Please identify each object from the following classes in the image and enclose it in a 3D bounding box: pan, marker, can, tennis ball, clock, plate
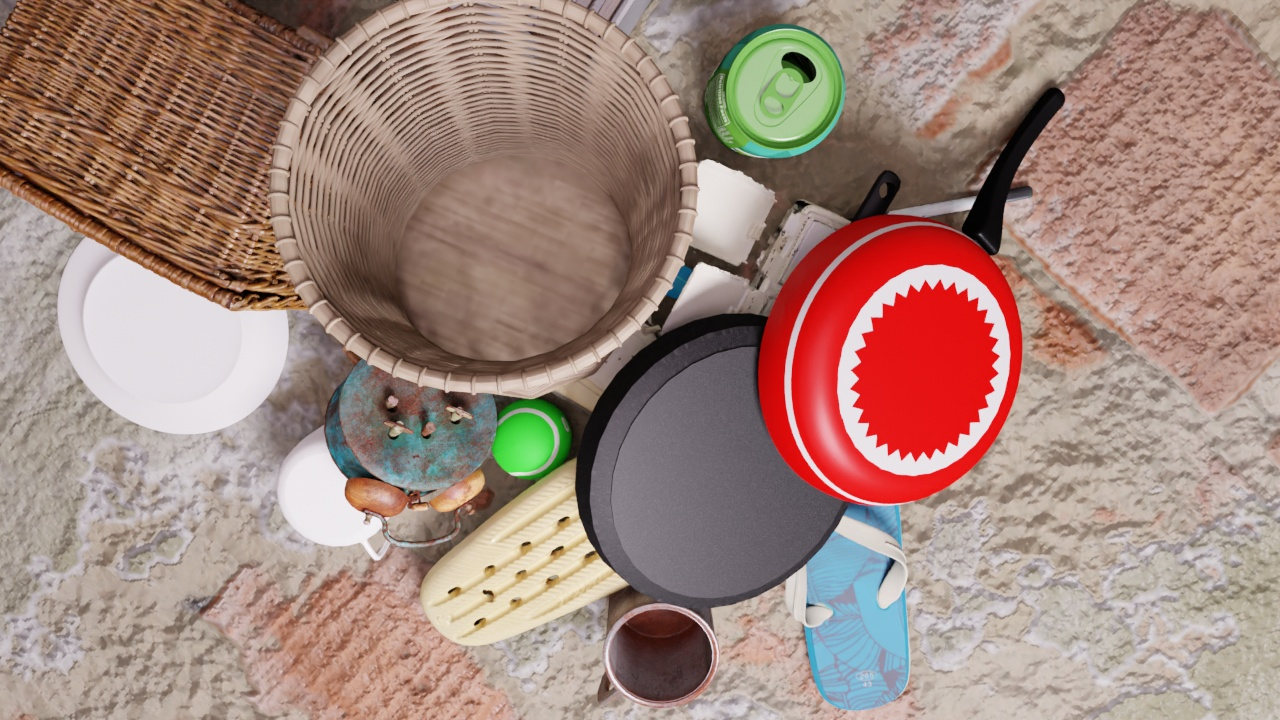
[{"bbox_3d":[0.097,0.022,0.663,0.225,0.034,0.356,28,95,-27],"label":"pan"},{"bbox_3d":[0.231,-0.119,0.720,0.152,0.011,0.011,-10,103,3],"label":"marker"},{"bbox_3d":[0.090,-0.183,0.637,0.083,0.144,0.083,0,103,0],"label":"can"},{"bbox_3d":[-0.088,0.063,0.738,0.065,0.065,0.065,0,103,0],"label":"tennis ball"},{"bbox_3d":[-0.171,0.061,0.695,0.121,0.074,0.157,0,71,-35],"label":"clock"},{"bbox_3d":[0.225,-0.057,0.658,0.209,0.067,0.356,38,84,-24],"label":"pan"},{"bbox_3d":[-0.383,-0.029,0.745,0.188,0.016,0.189,0,103,1],"label":"plate"}]

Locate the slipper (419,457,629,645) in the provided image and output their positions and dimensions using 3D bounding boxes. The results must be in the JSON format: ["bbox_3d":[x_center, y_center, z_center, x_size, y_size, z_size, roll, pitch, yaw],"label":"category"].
[{"bbox_3d":[-0.070,0.145,0.752,0.262,0.079,0.111,-33,105,19],"label":"slipper"}]

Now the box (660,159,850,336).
[{"bbox_3d":[0.099,-0.053,0.694,0.185,0.066,0.145,17,106,-32],"label":"box"}]

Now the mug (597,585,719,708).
[{"bbox_3d":[0.006,0.228,0.755,0.096,0.110,0.123,43,100,-3],"label":"mug"}]

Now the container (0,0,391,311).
[{"bbox_3d":[-0.308,-0.170,0.630,0.250,0.162,0.183,29,97,2],"label":"container"}]

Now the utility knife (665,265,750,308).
[{"bbox_3d":[0.079,-0.031,0.740,0.196,0.015,0.031,33,104,-9],"label":"utility knife"}]

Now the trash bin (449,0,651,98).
[{"bbox_3d":[-0.026,-0.310,0.624,0.114,0.114,0.229,34,101,-7],"label":"trash bin"}]

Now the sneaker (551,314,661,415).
[{"bbox_3d":[-0.004,0.004,0.721,0.241,0.089,0.102,32,89,-6],"label":"sneaker"}]

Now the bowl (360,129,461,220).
[{"bbox_3d":[-0.168,-0.122,0.708,0.110,0.040,0.110,0,103,1],"label":"bowl"}]

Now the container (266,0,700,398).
[{"bbox_3d":[-0.085,-0.080,0.578,0.227,0.196,0.226,0,81,-2],"label":"container"}]

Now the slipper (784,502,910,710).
[{"bbox_3d":[0.170,0.172,0.765,0.118,0.060,0.295,-15,103,1],"label":"slipper"}]

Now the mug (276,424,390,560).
[{"bbox_3d":[-0.236,0.108,0.749,0.094,0.068,0.115,-25,102,6],"label":"mug"}]
